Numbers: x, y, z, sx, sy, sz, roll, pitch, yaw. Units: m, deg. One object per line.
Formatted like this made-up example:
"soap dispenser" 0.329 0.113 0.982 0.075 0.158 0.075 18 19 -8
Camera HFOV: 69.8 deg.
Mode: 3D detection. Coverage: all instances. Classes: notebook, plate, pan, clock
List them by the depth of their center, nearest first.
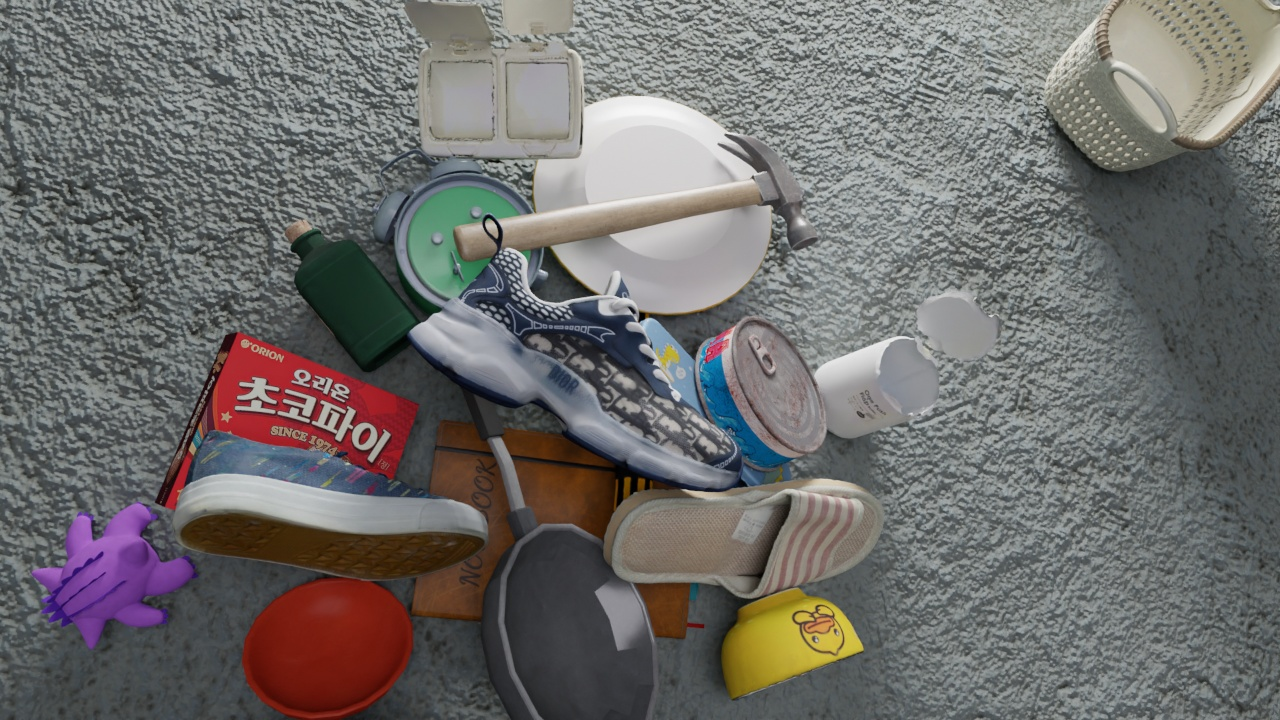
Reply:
"pan" -0.091 0.135 0.720 0.178 0.041 0.357 -4 69 -59
"clock" -0.159 -0.109 0.783 0.121 0.075 0.161 -38 91 -18
"notebook" -0.058 0.139 0.792 0.249 0.014 0.178 9 77 -12
"plate" 0.016 -0.150 0.844 0.229 0.021 0.229 5 69 -13

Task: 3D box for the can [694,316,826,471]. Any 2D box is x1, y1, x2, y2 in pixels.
"can" 0.106 0.029 0.801 0.130 0.044 0.129 31 43 -35

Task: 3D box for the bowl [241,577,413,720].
"bowl" -0.236 0.225 0.699 0.122 0.035 0.121 6 38 -5

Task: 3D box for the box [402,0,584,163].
"box" -0.123 -0.252 0.775 0.145 0.095 0.186 -2 120 2

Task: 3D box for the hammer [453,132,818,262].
"hammer" 0.000 -0.127 0.796 0.330 0.031 0.119 -15 76 -23

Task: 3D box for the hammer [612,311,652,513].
"hammer" -0.005 0.005 0.810 0.123 0.036 0.320 8 71 -13

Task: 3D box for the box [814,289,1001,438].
"box" 0.232 0.006 0.818 0.111 0.163 0.084 -42 97 -30

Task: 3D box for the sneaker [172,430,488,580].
"sneaker" -0.223 0.107 0.683 0.235 0.088 0.079 18 43 -40

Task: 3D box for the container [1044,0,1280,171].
"container" 0.552 -0.316 0.965 0.245 0.143 0.184 -41 91 -17

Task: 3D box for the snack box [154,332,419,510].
"snack box" -0.267 0.070 0.710 0.152 0.036 0.132 27 72 -34

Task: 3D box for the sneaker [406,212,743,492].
"sneaker" -0.028 0.000 0.691 0.269 0.103 0.132 29 81 -7

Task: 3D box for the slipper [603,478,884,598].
"slipper" 0.098 0.148 0.761 0.262 0.052 0.115 4 115 -25

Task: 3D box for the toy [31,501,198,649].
"toy" -0.395 0.160 0.682 0.088 0.056 0.106 -39 89 -14

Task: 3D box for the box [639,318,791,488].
"box" 0.063 0.049 0.787 0.210 0.049 0.066 48 53 -21

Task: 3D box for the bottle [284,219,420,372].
"bottle" -0.245 -0.059 0.759 0.061 0.061 0.131 -39 90 -15

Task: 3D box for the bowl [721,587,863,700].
"bowl" 0.119 0.232 0.769 0.117 0.117 0.067 -14 68 -16
